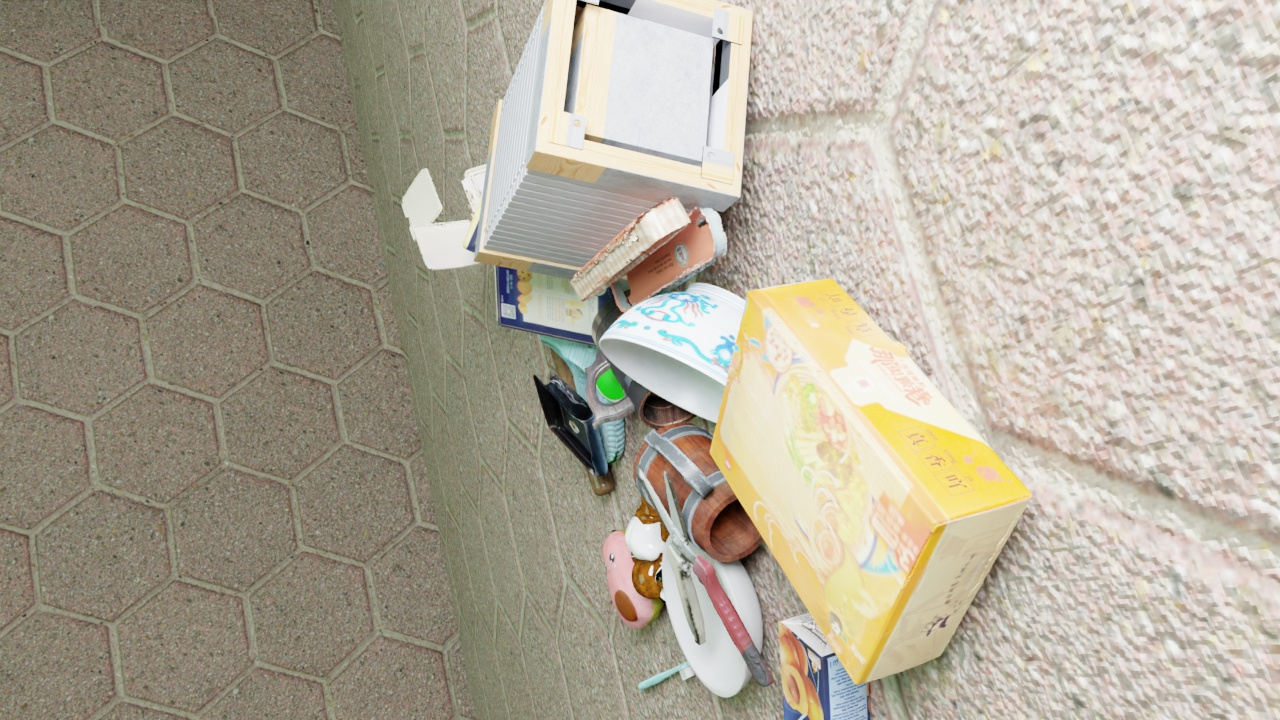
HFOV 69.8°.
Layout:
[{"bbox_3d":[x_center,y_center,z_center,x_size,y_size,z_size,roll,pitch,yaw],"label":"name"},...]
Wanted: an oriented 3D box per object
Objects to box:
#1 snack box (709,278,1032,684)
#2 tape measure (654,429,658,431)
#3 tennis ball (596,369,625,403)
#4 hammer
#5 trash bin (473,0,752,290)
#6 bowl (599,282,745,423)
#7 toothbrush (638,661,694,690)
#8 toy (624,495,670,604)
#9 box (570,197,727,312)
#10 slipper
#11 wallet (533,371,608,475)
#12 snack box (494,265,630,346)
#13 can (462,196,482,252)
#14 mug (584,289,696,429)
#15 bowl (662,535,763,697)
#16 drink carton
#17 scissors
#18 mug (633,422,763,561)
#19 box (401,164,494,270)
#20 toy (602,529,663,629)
[{"bbox_3d":[0.128,0.063,0.550,0.195,0.080,0.145,-121,30,-43],"label":"snack box"},{"bbox_3d":[0.029,0.095,0.908,0.059,0.019,0.051,-114,22,-49],"label":"tape measure"},{"bbox_3d":[-0.014,0.014,0.918,0.065,0.065,0.065,170,90,-69],"label":"tennis ball"},{"bbox_3d":[-0.092,0.021,1.171,0.130,0.040,0.321,-56,48,56],"label":"hammer"},{"bbox_3d":[-0.033,-0.168,0.727,0.247,0.142,0.142,151,126,-68],"label":"trash bin"},{"bbox_3d":[0.049,-0.011,0.701,0.074,0.144,0.144,-62,17,-13],"label":"bowl"},{"bbox_3d":[0.026,0.360,1.038,0.016,0.016,0.181,64,155,16],"label":"toothbrush"},{"bbox_3d":[0.017,0.190,0.931,0.087,0.067,0.112,-157,69,-66],"label":"toy"},{"bbox_3d":[0.000,-0.072,0.695,0.067,0.056,0.187,42,158,-8],"label":"box"},{"bbox_3d":[-0.065,-0.011,1.042,0.116,0.069,0.276,25,123,61],"label":"slipper"},{"bbox_3d":[-0.077,0.069,1.038,0.115,0.026,0.089,40,150,44],"label":"wallet"},{"bbox_3d":[-0.077,-0.092,0.941,0.042,0.145,0.145,-57,-25,-55],"label":"snack box"},{"bbox_3d":[-0.135,-0.150,1.035,0.075,0.104,0.135,-62,14,19],"label":"can"},{"bbox_3d":[-0.005,0.005,0.825,0.080,0.115,0.107,78,167,-49],"label":"mug"},{"bbox_3d":[0.071,0.219,0.818,0.150,0.043,0.149,169,90,-66],"label":"bowl"},{"bbox_3d":[0.136,0.258,0.674,0.064,0.040,0.130,-154,57,-66],"label":"drink carton"},{"bbox_3d":[0.046,0.180,0.741,0.198,0.015,0.180,52,156,24],"label":"scissors"},{"bbox_3d":[0.044,0.100,0.762,0.117,0.081,0.111,51,174,-35],"label":"mug"},{"bbox_3d":[-0.192,-0.179,1.121,0.080,0.180,0.143,110,138,-65],"label":"box"},{"bbox_3d":[-0.010,0.243,1.030,0.090,0.051,0.110,115,141,-54],"label":"toy"}]
